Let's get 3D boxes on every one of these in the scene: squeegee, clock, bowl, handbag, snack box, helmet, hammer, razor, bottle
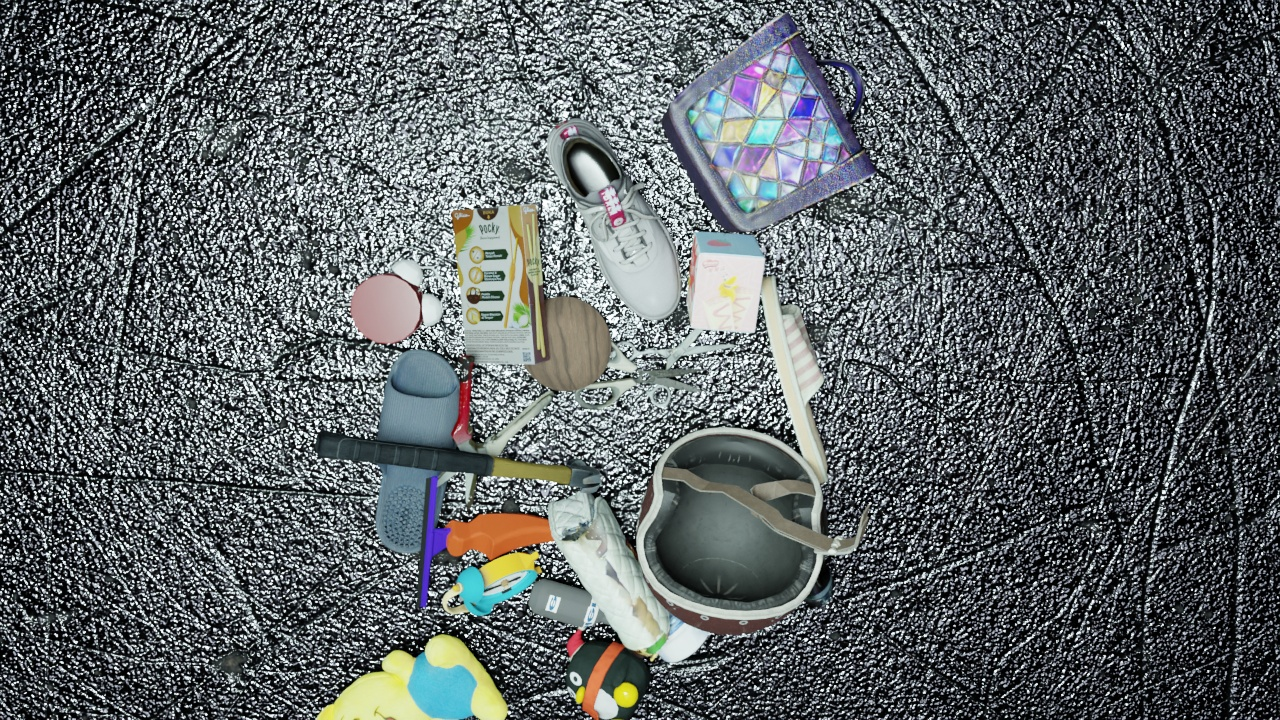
[{"bbox_3d":[-0.182,0.219,1.153,0.184,0.055,0.250,1,131,-17],"label":"squeegee"},{"bbox_3d":[-0.186,0.281,1.152,0.129,0.099,0.043,-23,62,-14],"label":"clock"},{"bbox_3d":[-0.297,-0.069,1.118,0.124,0.044,0.087,-29,99,2],"label":"clock"},{"bbox_3d":[-0.097,-0.018,1.127,0.119,0.032,0.119,2,100,9],"label":"bowl"},{"bbox_3d":[-0.036,0.251,1.117,0.072,0.138,0.195,-30,112,1],"label":"handbag"},{"bbox_3d":[0.099,-0.095,1.094,0.079,0.092,0.095,5,114,-3],"label":"snack box"},{"bbox_3d":[0.113,0.195,1.070,0.233,0.233,0.254,6,120,2],"label":"helmet"},{"bbox_3d":[-0.200,0.118,1.060,0.332,0.118,0.025,10,92,-24],"label":"hammer"},{"bbox_3d":[0.225,0.244,1.185,0.063,0.053,0.140,0,95,-36],"label":"razor"},{"bbox_3d":[-0.088,0.316,1.184,0.112,0.047,0.047,19,97,-5],"label":"bottle"},{"bbox_3d":[-0.168,-0.090,1.102,0.101,0.031,0.186,1,100,28],"label":"snack box"},{"bbox_3d":[0.157,-0.269,1.063,0.222,0.125,0.205,-31,99,2],"label":"handbag"},{"bbox_3d":[0.057,0.329,1.170,0.125,0.088,0.052,-38,103,6],"label":"clock"}]

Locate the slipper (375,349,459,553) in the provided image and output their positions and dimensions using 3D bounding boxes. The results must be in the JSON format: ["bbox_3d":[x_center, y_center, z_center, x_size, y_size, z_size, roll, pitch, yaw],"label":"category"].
[{"bbox_3d":[-0.278,0.120,1.130,0.101,0.082,0.264,8,99,-6],"label":"slipper"}]

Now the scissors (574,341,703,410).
[{"bbox_3d":[-0.012,0.025,1.149,0.163,0.012,0.154,39,104,-5],"label":"scissors"}]

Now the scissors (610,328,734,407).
[{"bbox_3d":[0.030,-0.013,1.154,0.165,0.014,0.142,21,100,-4],"label":"scissors"}]

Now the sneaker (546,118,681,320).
[{"bbox_3d":[-0.026,-0.164,1.072,0.097,0.128,0.263,-28,100,3],"label":"sneaker"}]

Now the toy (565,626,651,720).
[{"bbox_3d":[-0.049,0.407,1.177,0.119,0.099,0.098,21,118,18],"label":"toy"}]

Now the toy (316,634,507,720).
[{"bbox_3d":[-0.292,0.443,1.179,0.214,0.084,0.149,-34,97,5],"label":"toy"}]

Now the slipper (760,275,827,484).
[{"bbox_3d":[0.197,0.021,1.117,0.052,0.115,0.263,-15,94,11],"label":"slipper"}]

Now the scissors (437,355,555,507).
[{"bbox_3d":[-0.183,0.082,1.124,0.179,0.015,0.200,-13,112,-30],"label":"scissors"}]
